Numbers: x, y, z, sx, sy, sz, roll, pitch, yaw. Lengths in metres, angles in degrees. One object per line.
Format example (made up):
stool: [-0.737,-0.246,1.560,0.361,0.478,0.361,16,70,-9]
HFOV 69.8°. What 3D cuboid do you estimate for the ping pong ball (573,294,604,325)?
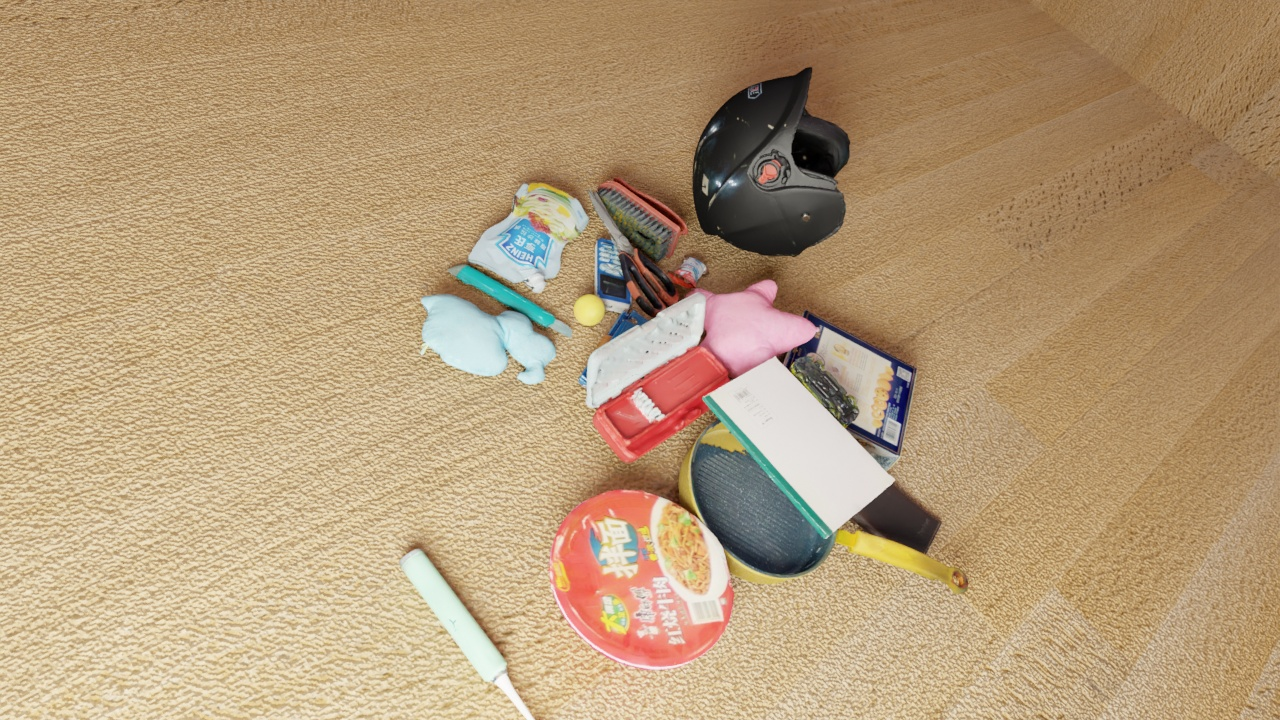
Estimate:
ping pong ball: [-0.066,-0.065,1.179,0.040,0.040,0.040,12,47,-14]

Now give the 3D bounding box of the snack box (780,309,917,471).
snack box: [0.272,0.038,1.234,0.182,0.046,0.177,28,46,1]

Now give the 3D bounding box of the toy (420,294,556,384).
toy: [-0.186,-0.025,1.084,0.161,0.050,0.155,48,41,10]

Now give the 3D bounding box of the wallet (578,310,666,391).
wallet: [-0.007,0.007,1.143,0.106,0.040,0.132,32,48,-3]

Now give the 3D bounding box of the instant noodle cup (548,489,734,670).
instant noodle cup: [-0.005,0.229,0.927,0.193,0.066,0.193,12,47,-13]

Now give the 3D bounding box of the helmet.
helmet: [0.188,-0.283,1.334,0.230,0.275,0.232,1,35,12]

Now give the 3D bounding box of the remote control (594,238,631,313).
remote control: [-0.039,-0.115,1.247,0.049,0.024,0.124,12,46,-14]

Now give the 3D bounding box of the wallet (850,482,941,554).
wallet: [0.308,0.190,1.135,0.122,0.020,0.096,40,46,10]

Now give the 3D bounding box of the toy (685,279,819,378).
toy: [0.147,-0.030,1.207,0.178,0.075,0.194,-4,50,4]

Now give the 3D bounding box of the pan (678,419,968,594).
pan: [0.209,0.187,1.045,0.357,0.078,0.197,30,50,-11]

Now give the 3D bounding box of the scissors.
scissors: [-0.009,-0.149,1.268,0.191,0.015,0.206,27,41,-25]

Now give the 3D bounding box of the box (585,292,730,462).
box: [0.020,0.017,1.082,0.200,0.074,0.155,-31,108,-39]

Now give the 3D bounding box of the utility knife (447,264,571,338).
utility knife: [-0.163,-0.076,1.164,0.179,0.013,0.029,30,48,5]

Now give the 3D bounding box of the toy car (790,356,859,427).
toy car: [0.228,0.041,1.156,0.048,0.032,0.105,-29,73,-37]

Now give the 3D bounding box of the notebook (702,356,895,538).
notebook: [0.185,0.094,1.070,0.150,0.012,0.209,-26,67,-42]

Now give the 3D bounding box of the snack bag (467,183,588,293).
snack bag: [-0.146,-0.168,1.240,0.110,0.039,0.190,33,45,-8]

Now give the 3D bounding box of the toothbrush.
toothbrush: [-0.153,0.266,0.855,0.027,0.026,0.224,-43,71,-2]

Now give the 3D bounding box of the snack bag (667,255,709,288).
snack bag: [0.069,-0.124,1.290,0.048,0.026,0.104,34,28,6]

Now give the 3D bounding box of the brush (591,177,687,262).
brush: [-0.003,-0.211,1.323,0.146,0.063,0.069,38,58,14]
